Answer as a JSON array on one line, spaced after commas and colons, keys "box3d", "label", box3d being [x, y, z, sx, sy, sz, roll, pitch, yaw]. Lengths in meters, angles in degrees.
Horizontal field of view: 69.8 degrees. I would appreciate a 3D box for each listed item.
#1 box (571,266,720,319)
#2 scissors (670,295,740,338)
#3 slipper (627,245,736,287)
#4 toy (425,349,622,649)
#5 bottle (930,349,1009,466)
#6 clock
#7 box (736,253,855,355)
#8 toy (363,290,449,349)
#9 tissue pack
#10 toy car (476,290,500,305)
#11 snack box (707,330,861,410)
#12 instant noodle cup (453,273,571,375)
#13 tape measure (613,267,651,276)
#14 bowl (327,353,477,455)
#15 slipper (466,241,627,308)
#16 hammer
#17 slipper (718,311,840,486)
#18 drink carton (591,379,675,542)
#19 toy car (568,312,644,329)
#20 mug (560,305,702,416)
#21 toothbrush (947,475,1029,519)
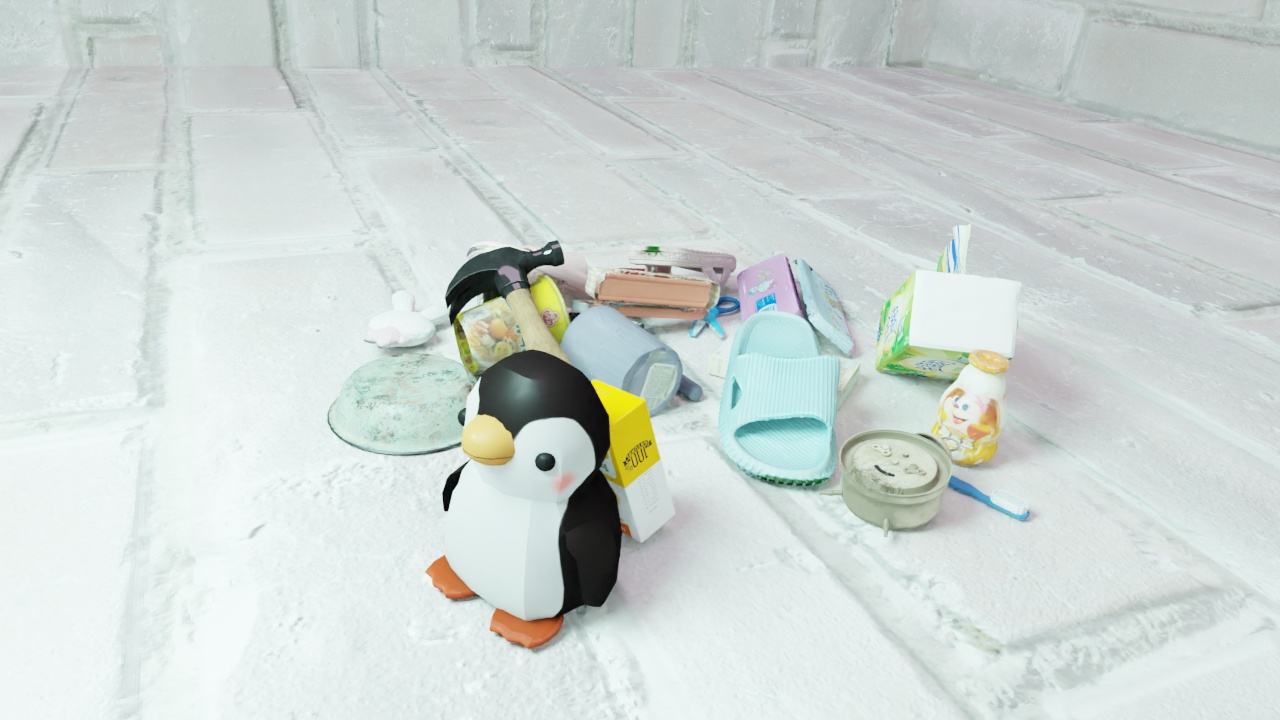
[{"box3d": [0.009, -0.076, 1.056, 0.186, 0.054, 0.077, 2, -21, -39], "label": "box"}, {"box3d": [0.092, -0.057, 1.147, 0.113, 0.013, 0.140, -5, 25, -16], "label": "scissors"}, {"box3d": [0.051, -0.109, 1.159, 0.094, 0.064, 0.239, 6, 5, 23], "label": "slipper"}, {"box3d": [-0.068, 0.078, 0.653, 0.159, 0.184, 0.139, 24, 31, 34], "label": "toy"}, {"box3d": [0.315, 0.044, 0.865, 0.063, 0.109, 0.063, 4, 30, -3], "label": "bottle"}, {"box3d": [0.232, 0.100, 0.804, 0.140, 0.055, 0.093, -23, 37, -31], "label": "clock"}, {"box3d": [0.194, -0.074, 1.150, 0.140, 0.062, 0.213, 7, 26, 0], "label": "box"}, {"box3d": [-0.265, -0.038, 1.025, 0.076, 0.037, 0.125, 12, 29, 7], "label": "toy"}, {"box3d": [0.318, -0.063, 0.961, 0.120, 0.141, 0.198, 8, -8, -1], "label": "tissue pack"}, {"box3d": [-0.171, -0.059, 1.077, 0.048, 0.041, 0.112, 27, 29, -25], "label": "toy car"}, {"box3d": [0.158, 0.008, 1.009, 0.150, 0.026, 0.081, 16, 30, 21], "label": "snack box"}, {"box3d": [-0.137, -0.031, 0.975, 0.108, 0.102, 0.102, -17, 33, -21], "label": "instant noodle cup"}, {"box3d": [-0.007, -0.105, 1.221, 0.059, 0.019, 0.051, 1, 30, -8], "label": "tape measure"}, {"box3d": [-0.221, 0.033, 0.884, 0.157, 0.039, 0.157, 3, 26, -2], "label": "bowl"}, {"box3d": [-0.094, -0.098, 1.070, 0.221, 0.055, 0.107, 17, -14, -36], "label": "slipper"}, {"box3d": [-0.092, 0.003, 0.868, 0.132, 0.040, 0.305, -18, 52, -14], "label": "hammer"}, {"box3d": [0.137, 0.016, 0.909, 0.116, 0.070, 0.275, 1, 36, 7], "label": "slipper"}, {"box3d": [-0.017, 0.082, 0.724, 0.040, 0.123, 0.059, -36, 38, -30], "label": "drink carton"}, {"box3d": [-0.040, -0.032, 1.043, 0.092, 0.040, 0.037, 11, 26, 12], "label": "toy car"}, {"box3d": [-0.006, 0.006, 0.946, 0.123, 0.084, 0.104, 17, 12, -45], "label": "mug"}, {"box3d": [0.279, 0.104, 0.848, 0.016, 0.014, 0.167, -20, 34, -40], "label": "toothbrush"}]
